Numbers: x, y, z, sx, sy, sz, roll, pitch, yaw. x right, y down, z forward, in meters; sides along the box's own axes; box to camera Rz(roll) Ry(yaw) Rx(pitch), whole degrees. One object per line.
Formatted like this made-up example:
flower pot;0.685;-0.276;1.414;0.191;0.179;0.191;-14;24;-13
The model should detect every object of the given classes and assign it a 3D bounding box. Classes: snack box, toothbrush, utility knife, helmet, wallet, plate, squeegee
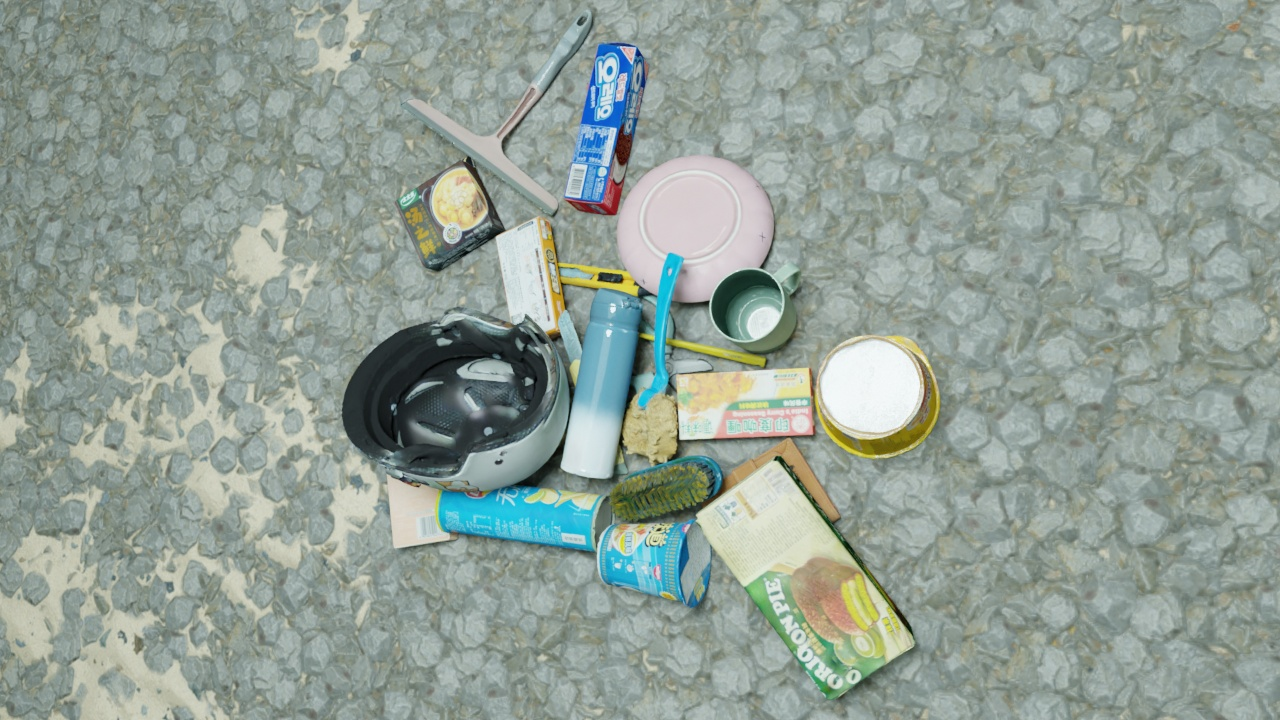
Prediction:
snack box;-0.286;0.160;1.190;0.084;0.026;0.157;-11;79;17
snack box;-0.257;-0.200;1.222;0.113;0.053;0.125;-29;80;12
toothbrush;0.055;-0.014;1.092;0.190;0.015;0.016;11;88;14
utility knife;-0.060;-0.103;1.149;0.171;0.015;0.033;10;71;27
helmet;-0.201;0.064;1.103;0.275;0.157;0.229;-3;54;24
wallet;0.144;0.165;1.047;0.132;0.031;0.107;-33;76;10
snack box;-0.042;-0.292;1.156;0.057;0.058;0.207;11;86;19
snack box;0.121;0.050;1.064;0.156;0.027;0.077;-4;88;15
snack box;-0.139;-0.099;1.168;0.075;0.026;0.153;-19;76;32
utility knife;-0.062;0.041;1.117;0.031;0.022;0.212;-20;95;16
plate;0.062;-0.165;1.097;0.192;0.039;0.192;-4;73;12
snack box;0.176;0.230;0.988;0.114;0.063;0.240;-39;83;10
squeegee;-0.140;-0.356;1.208;0.247;0.040;0.249;37;89;3

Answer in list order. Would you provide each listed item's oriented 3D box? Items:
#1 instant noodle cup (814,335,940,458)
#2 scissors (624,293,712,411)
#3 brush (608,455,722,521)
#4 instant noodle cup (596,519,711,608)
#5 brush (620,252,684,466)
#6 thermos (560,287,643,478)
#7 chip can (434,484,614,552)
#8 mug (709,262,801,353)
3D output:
instant noodle cup;0.250;0.034;0.987;0.138;0.109;0.138;-3;80;18
scissors;-0.007;0.007;1.125;0.181;0.019;0.170;-41;74;8
brush;0.034;0.145;1.059;0.144;0.073;0.055;-22;87;33
instant noodle cup;0.013;0.226;1.052;0.110;0.099;0.099;0;82;27
brush;0.021;0.002;1.057;0.083;0.045;0.255;28;117;49
thermos;-0.044;0.026;1.078;0.070;0.070;0.220;11;93;19
chip can;-0.140;0.186;1.115;0.210;0.071;0.071;4;83;18
mug;0.140;-0.063;1.038;0.112;0.106;0.082;-46;71;7
